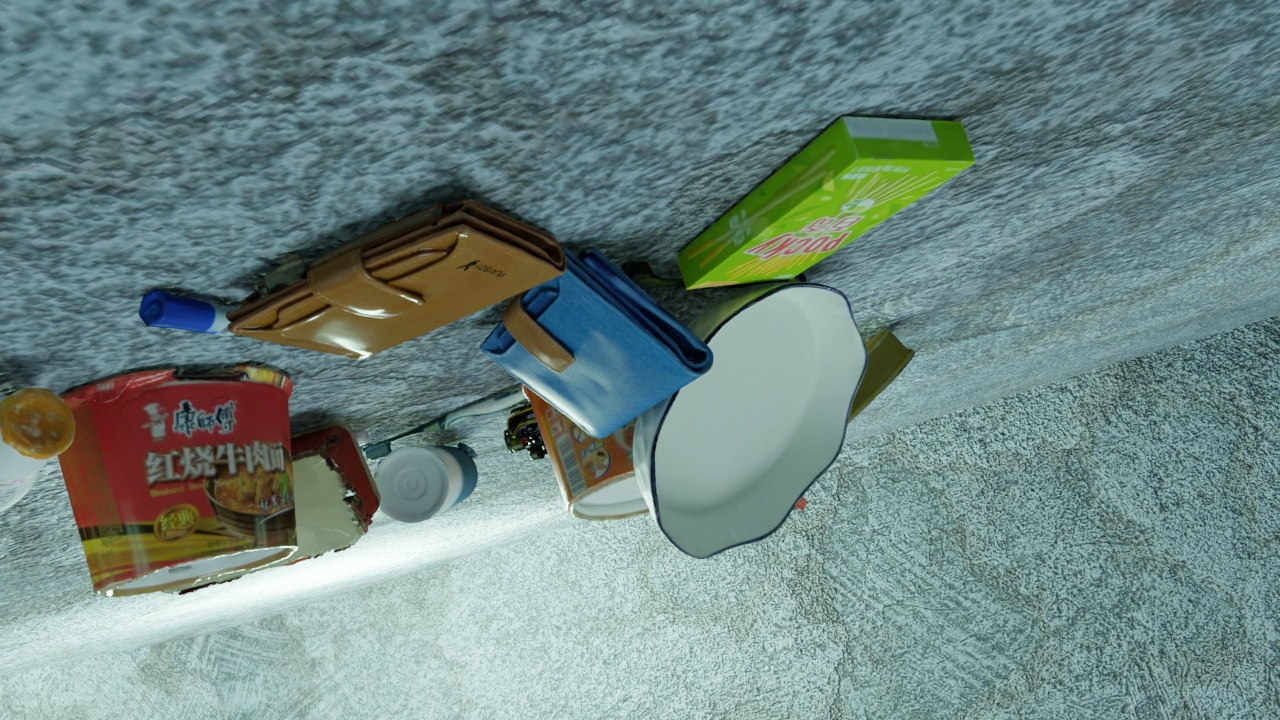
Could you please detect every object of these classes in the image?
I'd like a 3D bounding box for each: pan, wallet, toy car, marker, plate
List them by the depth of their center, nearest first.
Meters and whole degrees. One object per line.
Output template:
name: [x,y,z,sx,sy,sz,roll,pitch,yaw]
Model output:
wallet: [-0.114,-0.036,0.443,0.132,0.031,0.107,-21,168,16]
marker: [-0.187,-0.016,0.469,0.017,0.017,0.145,-20,167,19]
wallet: [-0.031,-0.006,0.543,0.133,0.106,0.040,-37,-163,55]
plate: [0.074,0.037,0.635,0.204,0.205,0.045,-5,-155,-41]
toy car: [-0.089,0.068,0.897,0.071,0.041,0.156,-16,166,2]
pan: [0.223,0.063,1.056,0.198,0.078,0.357,-42,174,1]

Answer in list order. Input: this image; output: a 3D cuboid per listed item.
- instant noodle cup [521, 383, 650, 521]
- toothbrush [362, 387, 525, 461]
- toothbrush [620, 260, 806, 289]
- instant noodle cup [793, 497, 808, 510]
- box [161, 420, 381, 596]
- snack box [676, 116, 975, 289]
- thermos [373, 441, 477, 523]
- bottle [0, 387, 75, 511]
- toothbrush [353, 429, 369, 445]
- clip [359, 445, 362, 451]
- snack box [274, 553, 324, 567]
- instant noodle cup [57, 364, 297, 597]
instant noodle cup: [-0.010,0.054,0.719,0.151,0.111,0.151,-13,157,-6]
toothbrush: [-0.171,0.057,0.806,0.192,0.018,0.016,-20,168,24]
toothbrush: [0.054,-0.055,0.603,0.185,0.017,0.012,-5,148,-47]
instant noodle cup: [0.068,0.082,0.905,0.188,0.079,0.165,30,169,-29]
box: [-0.294,0.117,0.697,0.168,0.091,0.078,-16,-162,3]
snack box: [0.095,-0.082,0.506,0.085,0.026,0.157,-7,165,-32]
thermos: [-0.192,0.109,0.853,0.070,0.070,0.220,-15,177,-4]
bottle: [-0.331,0.047,0.455,0.109,0.063,0.063,-20,167,22]
toothbrush: [-0.318,0.088,0.759,0.189,0.021,0.029,-16,-154,-7]
clip: [-0.273,0.085,0.811,0.056,0.014,0.041,-20,166,22]
snack box: [-0.346,0.155,0.873,0.082,0.080,0.091,-19,168,17]
instant noodle cup: [-0.271,0.075,0.548,0.138,0.108,0.138,-15,168,-3]
